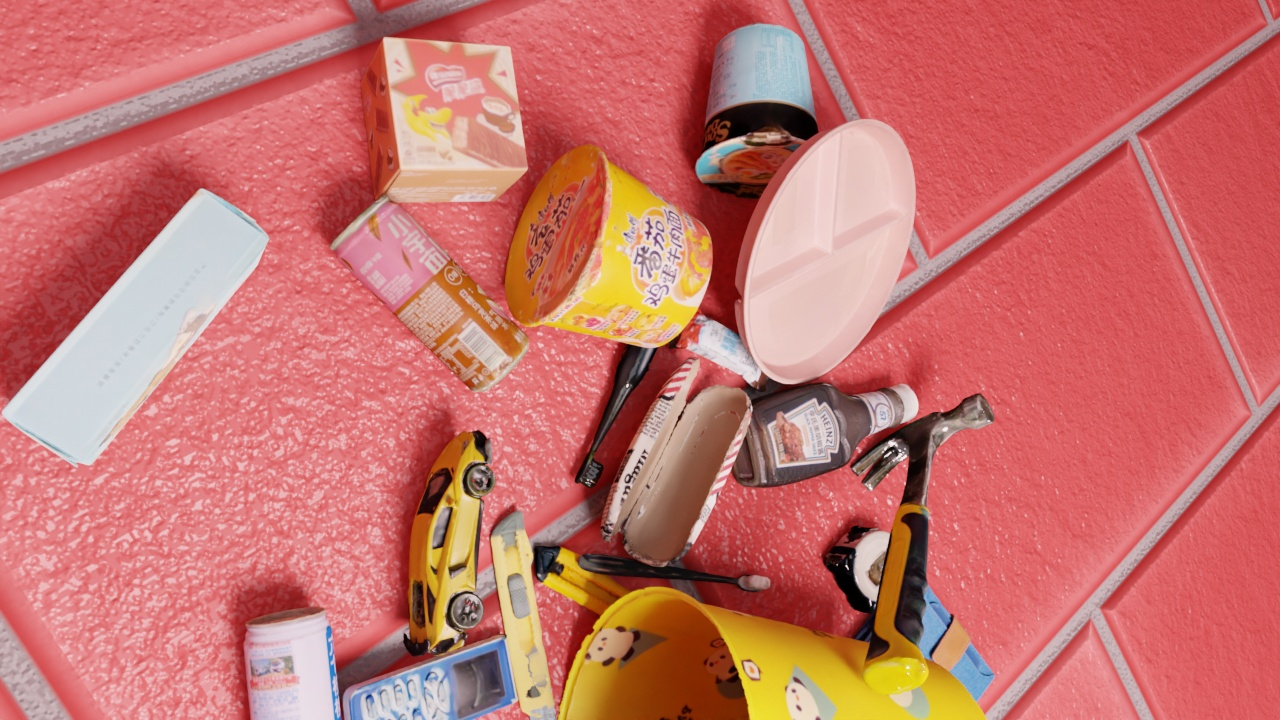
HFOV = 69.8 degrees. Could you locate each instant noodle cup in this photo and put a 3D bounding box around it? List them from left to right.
[{"bbox_3d":[-0.021,-0.075,0.688,0.109,0.138,0.138,20,74,-32],"label":"instant noodle cup"},{"bbox_3d":[0.104,-0.218,0.789,0.111,0.111,0.120,10,72,-26],"label":"instant noodle cup"}]

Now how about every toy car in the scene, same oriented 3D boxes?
[{"bbox_3d":[-0.133,0.123,0.631,0.041,0.071,0.155,14,74,-29],"label":"toy car"}]

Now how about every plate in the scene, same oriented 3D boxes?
[{"bbox_3d":[0.156,-0.090,0.775,0.228,0.028,0.230,-25,128,-37],"label":"plate"}]

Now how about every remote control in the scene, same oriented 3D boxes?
[{"bbox_3d":[-0.141,0.229,0.629,0.124,0.024,0.049,-7,86,-40],"label":"remote control"}]

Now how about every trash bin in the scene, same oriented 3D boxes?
[{"bbox_3d":[0.102,0.292,0.654,0.255,0.230,0.229,16,76,-31],"label":"trash bin"}]

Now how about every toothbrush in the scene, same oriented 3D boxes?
[{"bbox_3d":[-0.004,0.004,0.740,0.027,0.026,0.212,28,71,-14],"label":"toothbrush"},{"bbox_3d":[0.030,0.170,0.733,0.181,0.018,0.015,14,68,-28],"label":"toothbrush"}]

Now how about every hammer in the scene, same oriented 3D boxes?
[{"bbox_3d":[0.211,0.134,0.722,0.032,0.126,0.322,52,33,-11],"label":"hammer"}]

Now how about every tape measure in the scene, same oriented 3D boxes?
[{"bbox_3d":[0.204,0.183,0.820,0.065,0.034,0.066,-41,104,-26],"label":"tape measure"}]

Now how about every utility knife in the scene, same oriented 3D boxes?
[{"bbox_3d":[-0.085,0.196,0.679,0.031,0.018,0.167,-11,92,-7],"label":"utility knife"},{"bbox_3d":[0.002,0.199,0.721,0.209,0.015,0.033,34,69,-20],"label":"utility knife"}]

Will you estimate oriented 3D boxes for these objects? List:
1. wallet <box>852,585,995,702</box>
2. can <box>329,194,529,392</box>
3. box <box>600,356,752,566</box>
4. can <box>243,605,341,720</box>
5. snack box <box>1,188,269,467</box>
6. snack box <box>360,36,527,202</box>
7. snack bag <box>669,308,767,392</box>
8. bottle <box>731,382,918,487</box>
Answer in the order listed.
[{"bbox_3d":[0.255,0.277,0.833,0.106,0.040,0.133,-42,103,-21],"label":"wallet"},{"bbox_3d":[-0.148,-0.046,0.654,0.147,0.058,0.057,47,65,-14],"label":"can"},{"bbox_3d":[0.019,0.073,0.716,0.088,0.076,0.162,45,65,-41],"label":"box"},{"bbox_3d":[-0.218,0.228,0.581,0.053,0.053,0.134,-5,85,-28],"label":"can"},{"bbox_3d":[-0.302,-0.019,0.560,0.051,0.074,0.174,38,68,-17],"label":"snack box"},{"bbox_3d":[-0.143,-0.170,0.662,0.092,0.077,0.094,-6,85,-28],"label":"snack box"},{"bbox_3d":[0.072,-0.011,0.782,0.105,0.026,0.045,26,63,-24],"label":"snack bag"},{"bbox_3d":[0.165,0.057,0.812,0.194,0.044,0.080,-12,89,-29],"label":"bottle"}]
